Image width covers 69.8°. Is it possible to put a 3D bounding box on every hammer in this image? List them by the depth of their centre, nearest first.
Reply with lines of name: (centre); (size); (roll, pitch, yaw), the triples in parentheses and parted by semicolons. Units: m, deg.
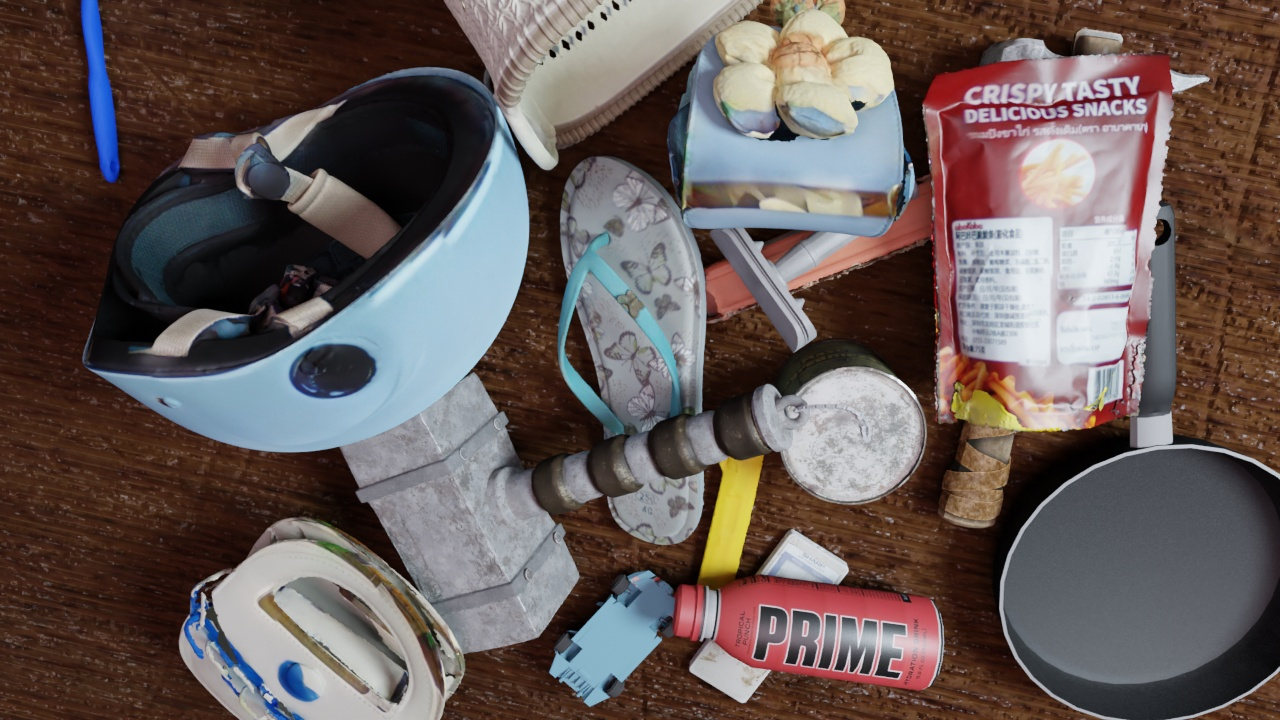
hammer: (-0.022, 0.068, 0.575); (0.327, 0.079, 0.177); (-20, 102, 26)
hammer: (0.246, -0.040, 0.581); (0.121, 0.048, 0.319); (9, 107, 1)

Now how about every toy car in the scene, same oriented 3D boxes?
toy car: (-0.016, 0.199, 0.676); (0.060, 0.027, 0.108); (42, 95, -6)

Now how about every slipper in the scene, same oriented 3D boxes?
slipper: (-0.004, 0.003, 0.596); (0.098, 0.054, 0.269); (-1, 107, 28)

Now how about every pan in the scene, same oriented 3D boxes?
pan: (0.328, 0.074, 0.594); (0.204, 0.044, 0.356); (-8, 106, 7)

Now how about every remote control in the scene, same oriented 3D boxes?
remote control: (0.092, 0.189, 0.670); (0.050, 0.011, 0.136); (32, 105, -3)

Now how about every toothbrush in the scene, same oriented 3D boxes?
toothbrush: (-0.365, -0.211, 0.608); (0.018, 0.016, 0.183); (3, 105, 10)

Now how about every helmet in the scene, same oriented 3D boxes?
helmet: (-0.174, -0.054, 0.542); (0.266, 0.225, 0.167); (-24, 139, 13)

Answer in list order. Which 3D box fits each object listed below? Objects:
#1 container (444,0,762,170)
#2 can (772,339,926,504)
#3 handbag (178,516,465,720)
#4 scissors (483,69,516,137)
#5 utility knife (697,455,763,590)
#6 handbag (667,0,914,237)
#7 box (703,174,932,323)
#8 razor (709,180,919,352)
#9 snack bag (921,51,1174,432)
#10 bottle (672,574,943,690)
container: (0.001, -0.233, 0.484); (0.246, 0.184, 0.143); (-38, 87, 5)
can: (0.131, 0.037, 0.595); (0.090, 0.074, 0.090); (1, 105, 4)
handbag: (-0.214, 0.203, 0.627); (0.200, 0.092, 0.200); (38, 128, -2)
scissors: (-0.102, -0.225, 0.578); (0.142, 0.014, 0.175); (-14, 99, 7)
utility knife: (0.062, 0.113, 0.652); (0.030, 0.017, 0.151); (13, 105, 7)
handbag: (0.078, -0.136, 0.491); (0.122, 0.191, 0.119); (5, 119, 6)
box: (0.114, -0.069, 0.583); (0.187, 0.056, 0.059); (-23, 133, 12)
razor: (0.114, -0.074, 0.550); (0.116, 0.047, 0.088); (-35, 84, 4)
snack bag: (0.230, -0.064, 0.520); (0.139, 0.066, 0.208); (-4, 106, 1)
bottle: (0.110, 0.182, 0.628); (0.176, 0.062, 0.062); (8, 105, 0)
